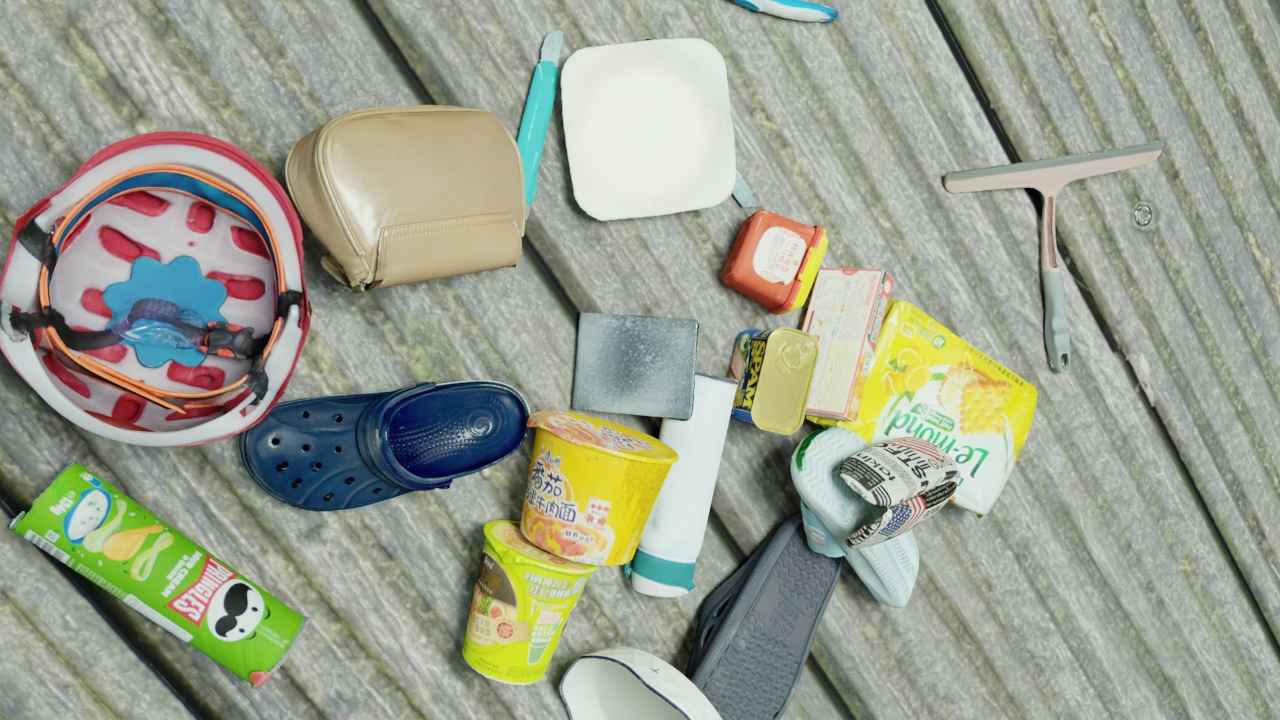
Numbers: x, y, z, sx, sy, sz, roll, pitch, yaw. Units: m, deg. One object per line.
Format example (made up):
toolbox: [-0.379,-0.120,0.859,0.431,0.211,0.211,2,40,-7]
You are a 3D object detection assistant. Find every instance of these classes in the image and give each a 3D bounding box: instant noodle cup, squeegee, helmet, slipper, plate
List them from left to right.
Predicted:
helmet: [-0.375,-0.046,0.727,0.206,0.144,0.239,19,70,-24]
slipper: [-0.215,0.075,0.808,0.252,0.095,0.105,-8,93,-21]
instant noodle cup: [-0.109,0.226,0.846,0.111,0.112,0.123,17,94,-18]
instant noodle cup: [-0.046,0.118,0.848,0.138,0.138,0.110,15,96,-18]
plate: [0.007,-0.221,0.885,0.164,0.034,0.163,-8,99,-8]
plate: [0.013,0.351,0.849,0.045,0.205,0.205,-32,103,-41]
slipper: [0.117,0.271,0.938,0.110,0.083,0.267,45,61,-17]
slipper: [0.215,0.162,0.939,0.245,0.074,0.103,54,49,-30]
squeegee: [0.472,-0.107,1.048,0.247,0.040,0.250,-8,101,-2]

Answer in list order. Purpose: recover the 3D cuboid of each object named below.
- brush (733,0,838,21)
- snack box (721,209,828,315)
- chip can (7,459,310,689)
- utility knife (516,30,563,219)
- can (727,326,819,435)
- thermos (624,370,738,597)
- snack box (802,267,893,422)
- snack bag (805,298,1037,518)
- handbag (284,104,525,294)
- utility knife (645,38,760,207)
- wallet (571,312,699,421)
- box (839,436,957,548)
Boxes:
brush: [0.056,-0.387,0.896,0.314,0.060,0.109,-8,100,-20]
snack box: [0.133,-0.100,0.918,0.080,0.082,0.091,24,84,-8]
chip can: [-0.395,0.181,0.765,0.236,0.072,0.072,41,80,-15]
utility knife: [-0.098,-0.225,0.871,0.029,0.013,0.182,13,90,-21]
can: [0.127,0.018,0.918,0.057,0.083,0.102,14,88,-18]
thermos: [0.038,0.121,0.906,0.073,0.073,0.224,13,89,-18]
snack box: [0.200,-0.018,0.933,0.027,0.077,0.155,27,77,-44]
snack bag: [0.309,0.051,0.987,0.246,0.068,0.158,30,83,-17]
handbag: [-0.193,-0.138,0.782,0.204,0.100,0.148,-16,93,-45]
utility knife: [0.061,-0.234,0.920,0.033,0.015,0.202,-39,103,-10]
wallet: [-0.005,0.005,0.882,0.121,0.019,0.097,5,92,15]
box: [0.245,0.130,0.886,0.161,0.075,0.087,-9,126,-48]
